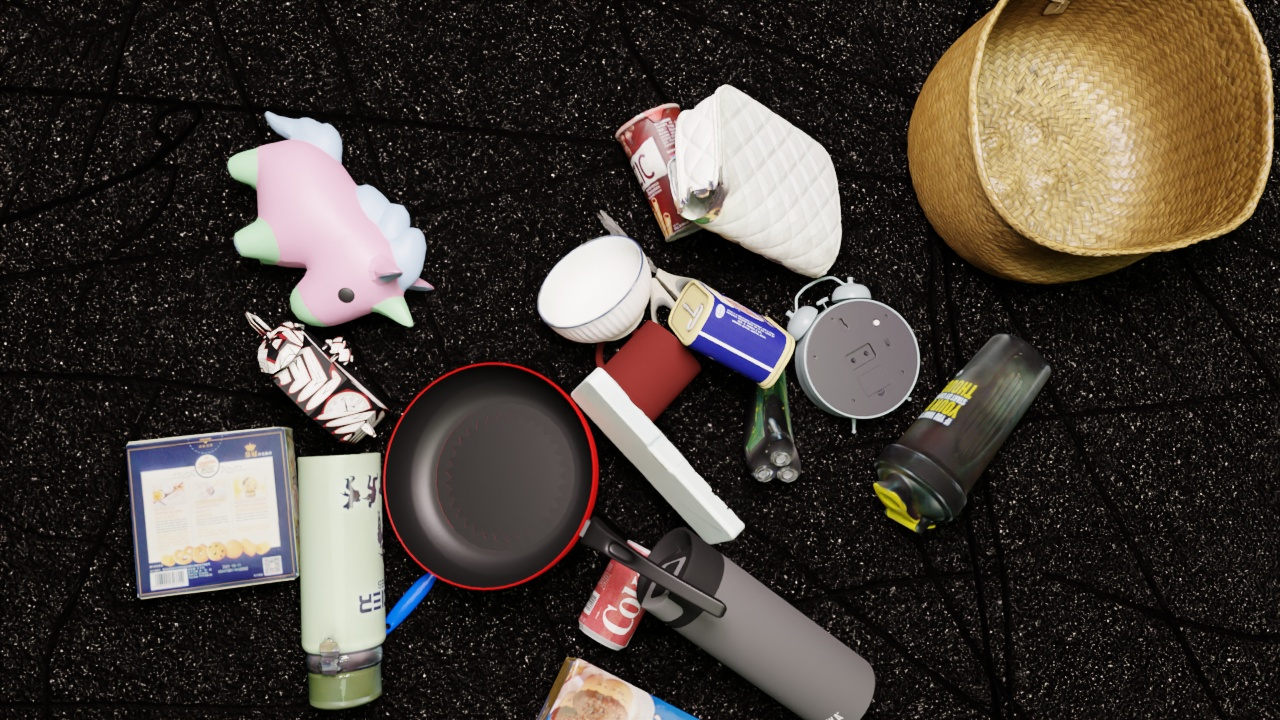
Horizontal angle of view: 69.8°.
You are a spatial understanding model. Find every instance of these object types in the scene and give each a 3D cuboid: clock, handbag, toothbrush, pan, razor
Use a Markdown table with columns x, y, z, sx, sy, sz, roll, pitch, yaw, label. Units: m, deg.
| x | y | z | sx | sy | sz | roll | pitch | yaw | label |
| --- | --- | --- | --- | --- | --- | --- | --- | --- | --- |
| -0.299 | 0.005 | 0.850 | 0.065 | 0.115 | 0.154 | -46 | 109 | -8 | clock |
| 0.114 | -0.168 | 0.898 | 0.194 | 0.073 | 0.138 | 18 | 63 | -40 | handbag |
| -0.193 | 0.198 | 0.900 | 0.016 | 0.018 | 0.182 | 41 | 82 | -2 | toothbrush |
| 0.217 | -0.012 | 0.954 | 0.122 | 0.045 | 0.159 | -29 | 89 | -8 | clock |
| -0.077 | 0.139 | 0.843 | 0.356 | 0.067 | 0.209 | 26 | 88 | 16 | pan |
| 0.134 | 0.048 | 0.930 | 0.054 | 0.067 | 0.151 | 4 | 77 | -12 | razor |

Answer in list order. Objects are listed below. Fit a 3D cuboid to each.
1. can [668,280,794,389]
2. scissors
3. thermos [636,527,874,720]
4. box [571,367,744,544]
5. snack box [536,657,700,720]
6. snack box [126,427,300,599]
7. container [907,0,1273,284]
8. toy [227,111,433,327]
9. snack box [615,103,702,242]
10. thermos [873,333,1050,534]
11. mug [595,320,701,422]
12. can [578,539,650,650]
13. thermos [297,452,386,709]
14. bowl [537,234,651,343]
| x | y | z | sx | sy | sz | roll | pitch | yaw | label |
| --- | --- | --- | --- | --- | --- | --- | --- | --- | --- |
| 0.085 | -0.028 | 0.894 | 0.092 | 0.116 | 0.056 | 27 | 100 | -15 | can |
| 0.021 | -0.096 | 0.953 | 0.121 | 0.013 | 0.171 | -14 | 86 | -11 | scissors |
| 0.110 | 0.259 | 0.873 | 0.240 | 0.082 | 0.082 | 38 | 82 | -16 | thermos |
| 0.008 | 0.095 | 0.873 | 0.040 | 0.135 | 0.197 | -42 | 91 | -19 | box |
| -0.010 | 0.397 | 0.867 | 0.202 | 0.069 | 0.154 | 28 | 71 | -4 | snack box |
| -0.399 | 0.141 | 0.867 | 0.144 | 0.043 | 0.145 | -6 | 86 | -7 | snack box |
| 0.430 | -0.232 | 0.923 | 0.307 | 0.197 | 0.307 | 0 | 87 | -7 | container |
| -0.293 | -0.135 | 0.873 | 0.171 | 0.120 | 0.222 | -7 | 87 | 2 | toy |
| 0.031 | -0.189 | 0.932 | 0.072 | 0.072 | 0.121 | -25 | 90 | -8 | snack box |
| 0.328 | 0.075 | 0.942 | 0.098 | 0.098 | 0.220 | 43 | 76 | -2 | thermos |
| -0.005 | 0.005 | 0.918 | 0.106 | 0.073 | 0.082 | 39 | 81 | 26 | mug |
| -0.017 | 0.230 | 0.901 | 0.054 | 0.054 | 0.096 | 30 | 83 | -4 | can |
| -0.279 | 0.204 | 0.856 | 0.082 | 0.082 | 0.231 | -2 | 86 | -7 | thermos |
| -0.036 | -0.060 | 0.906 | 0.118 | 0.118 | 0.062 | -45 | 131 | -8 | bowl |
